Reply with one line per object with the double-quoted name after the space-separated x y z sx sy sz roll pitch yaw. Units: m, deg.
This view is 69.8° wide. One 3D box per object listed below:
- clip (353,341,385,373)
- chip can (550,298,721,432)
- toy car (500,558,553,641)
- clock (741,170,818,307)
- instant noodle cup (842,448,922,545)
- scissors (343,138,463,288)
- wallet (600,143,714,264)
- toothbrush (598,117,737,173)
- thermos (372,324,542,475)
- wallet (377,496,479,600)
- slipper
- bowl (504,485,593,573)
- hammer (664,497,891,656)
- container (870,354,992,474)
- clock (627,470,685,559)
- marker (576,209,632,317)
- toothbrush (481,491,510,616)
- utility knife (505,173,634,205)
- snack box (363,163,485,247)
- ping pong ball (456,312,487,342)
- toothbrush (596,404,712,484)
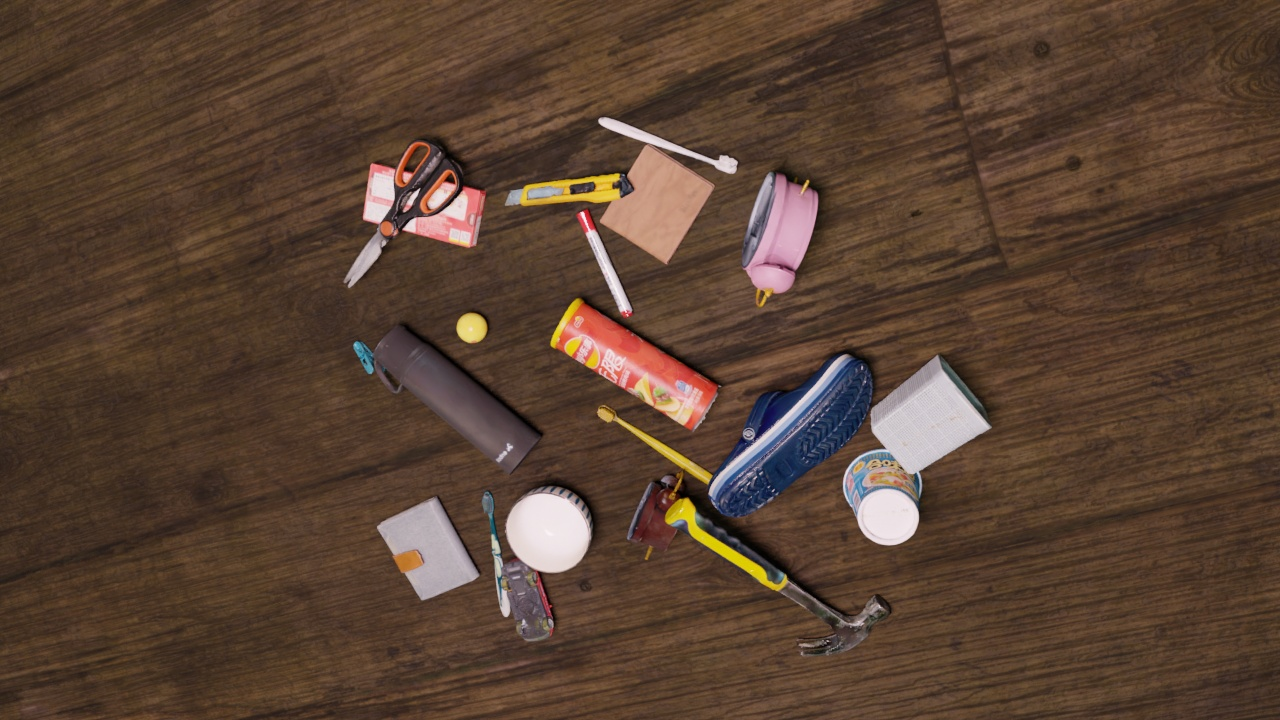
-0.375 -0.004 1.260 0.013 0.034 0.055 -40 77 16 "clip"
-0.007 0.007 1.163 0.216 0.073 0.073 32 107 2 "chip can"
-0.155 0.333 1.286 0.053 0.045 0.120 -13 95 16 "toy car"
0.158 -0.139 1.073 0.060 0.117 0.159 16 105 -5 "clock"
0.298 0.171 1.121 0.099 0.109 0.099 3 104 11 "instant noodle cup"
-0.323 -0.190 1.179 0.235 0.021 0.139 -25 90 19 "scissors"
0.020 -0.194 1.136 0.101 0.020 0.115 32 105 2 "wallet"
0.033 -0.265 1.115 0.180 0.016 0.016 21 144 6 "toothbrush"
-0.251 0.057 1.231 0.242 0.068 0.090 39 123 2 "thermos"
-0.304 0.271 1.305 0.107 0.037 0.130 -26 97 15 "wallet"
0.179 0.088 1.138 0.253 0.105 0.095 -45 50 4 "slipper"
-0.117 0.220 1.240 0.116 0.066 0.116 3 105 10 "bowl"
0.164 0.278 1.176 0.323 0.031 0.126 36 110 -15 "hammer"
0.342 0.067 1.100 0.112 0.090 0.090 -39 93 20 "container"
0.027 0.195 1.197 0.055 0.082 0.122 25 108 0 "clock"
-0.045 -0.122 1.167 0.017 0.017 0.145 -22 98 15 "marker"
-0.204 0.276 1.296 0.016 0.018 0.192 -4 103 13 "toothbrush"
-0.092 -0.210 1.146 0.177 0.015 0.033 -3 88 20 "utility knife"
-0.281 -0.201 1.190 0.153 0.025 0.075 15 105 7 "snack box"
-0.222 -0.043 1.209 0.040 0.040 0.040 3 104 11 "ping pong ball"
0.024 0.115 1.211 0.190 0.016 0.016 33 108 2 "toothbrush"
